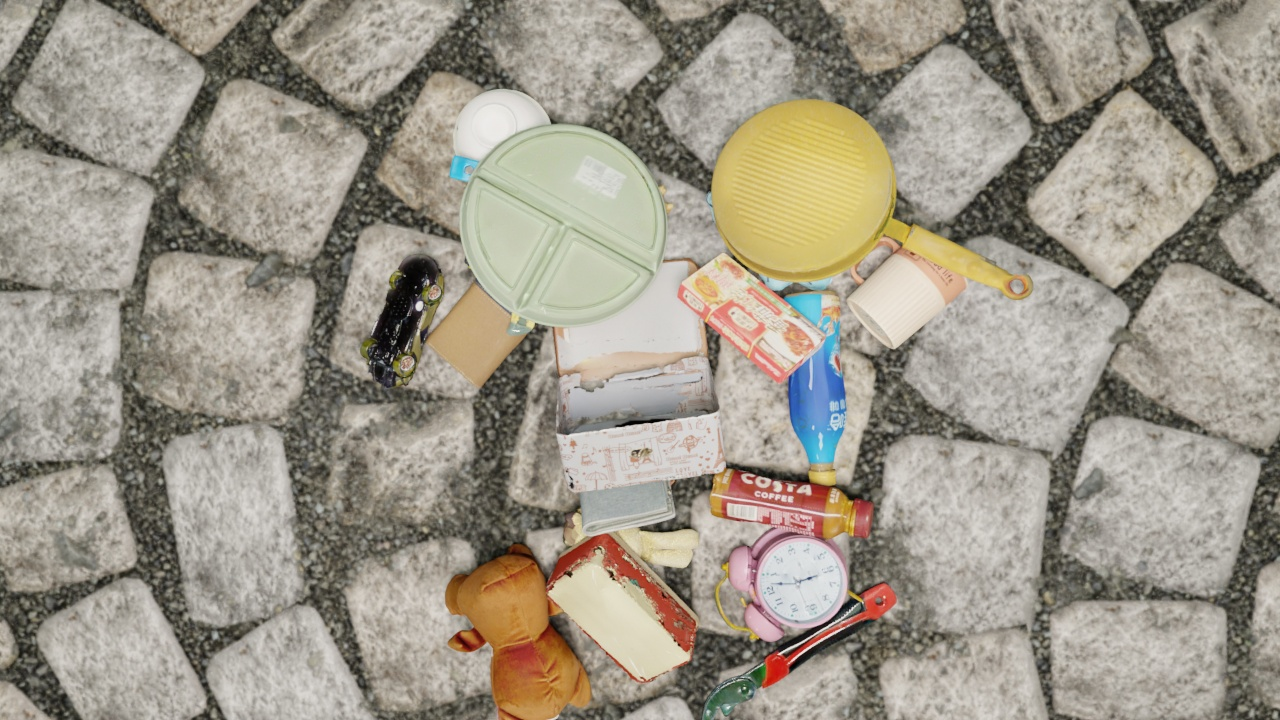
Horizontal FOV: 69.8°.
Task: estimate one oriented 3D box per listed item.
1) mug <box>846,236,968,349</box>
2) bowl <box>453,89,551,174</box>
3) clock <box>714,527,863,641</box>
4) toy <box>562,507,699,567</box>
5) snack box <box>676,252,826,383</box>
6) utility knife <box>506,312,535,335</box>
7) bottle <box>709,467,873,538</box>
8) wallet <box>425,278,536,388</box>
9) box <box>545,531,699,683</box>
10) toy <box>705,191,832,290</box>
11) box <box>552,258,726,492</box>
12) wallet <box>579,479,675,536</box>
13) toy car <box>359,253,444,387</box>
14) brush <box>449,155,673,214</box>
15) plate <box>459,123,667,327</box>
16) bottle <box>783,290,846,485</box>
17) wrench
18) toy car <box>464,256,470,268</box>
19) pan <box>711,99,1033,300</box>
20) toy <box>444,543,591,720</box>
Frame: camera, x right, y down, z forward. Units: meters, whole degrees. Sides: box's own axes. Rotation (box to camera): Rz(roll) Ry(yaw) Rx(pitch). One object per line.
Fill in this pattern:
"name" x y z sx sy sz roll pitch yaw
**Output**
"mug" 0.287 -0.086 1.034 0.106 0.081 0.114 -42 63 2
"bowl" -0.161 -0.259 1.044 0.118 0.065 0.118 0 90 0
"clock" 0.161 0.253 1.041 0.158 0.060 0.117 -21 89 2
"toy" -0.011 0.202 1.049 0.157 0.066 0.105 11 132 -3
"snack box" 0.120 -0.048 0.995 0.153 0.026 0.075 42 57 18
"utility knife" -0.110 -0.121 1.053 0.031 0.021 0.204 19 71 -11
"bottle" 0.167 0.161 1.017 0.175 0.057 0.057 8 90 19
"wallet" -0.181 -0.038 1.062 0.090 0.033 0.115 40 92 3
"box" -0.018 0.275 1.006 0.091 0.076 0.168 -36 105 26
"toy" 0.155 -0.157 1.044 0.161 0.049 0.156 0 94 6
"box" -0.006 0.016 1.029 0.179 0.134 0.270 -7 59 1
"wallet" -0.016 0.133 1.022 0.106 0.129 0.037 -10 131 0
"toy car" -0.268 -0.045 1.051 0.070 0.042 0.158 23 92 31
"brush" -0.086 -0.188 1.034 0.254 0.046 0.083 12 93 -12
"plate" -0.081 -0.150 0.998 0.230 0.027 0.230 1 84 -10
"bottle" 0.198 0.032 1.038 0.065 0.065 0.218 -3 90 1
"wrench" 0.180 0.345 1.062 0.273 0.016 0.056 -38 91 1
"toy car" -0.156 -0.138 1.056 0.105 0.048 0.032 -37 122 0
"pan" 0.245 -0.149 0.978 0.357 0.078 0.197 25 90 17
"toy" -0.137 0.315 1.019 0.139 0.131 0.199 -23 84 -28
